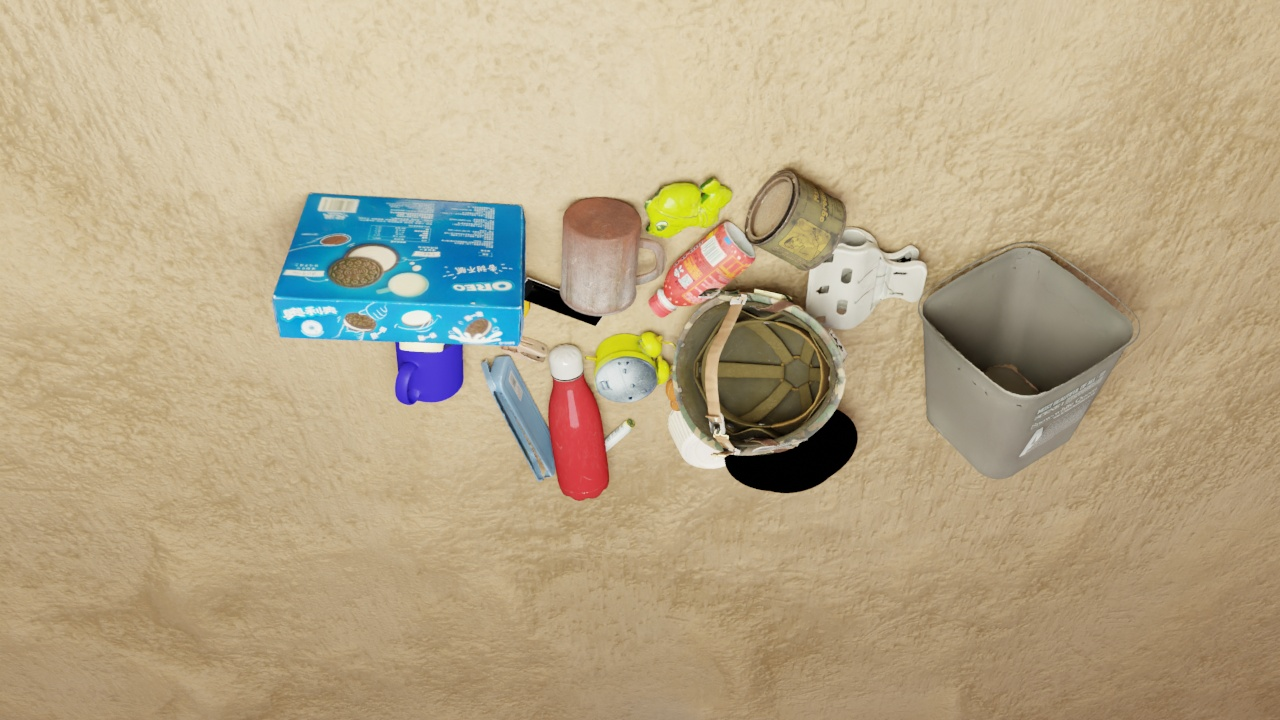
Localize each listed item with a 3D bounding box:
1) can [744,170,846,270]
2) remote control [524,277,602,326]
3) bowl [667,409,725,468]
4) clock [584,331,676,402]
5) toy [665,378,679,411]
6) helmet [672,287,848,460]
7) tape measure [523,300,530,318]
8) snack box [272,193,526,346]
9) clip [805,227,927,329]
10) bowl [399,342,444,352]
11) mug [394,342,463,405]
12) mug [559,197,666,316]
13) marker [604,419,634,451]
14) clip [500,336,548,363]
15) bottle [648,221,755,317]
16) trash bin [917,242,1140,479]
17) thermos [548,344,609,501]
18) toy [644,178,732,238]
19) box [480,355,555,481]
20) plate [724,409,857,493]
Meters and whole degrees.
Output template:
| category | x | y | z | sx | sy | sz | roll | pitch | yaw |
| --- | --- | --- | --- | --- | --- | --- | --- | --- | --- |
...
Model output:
| category | x | y | z | sx | sy | sz | roll | pitch | yaw |
| --- | --- | --- | --- | --- | --- | --- | --- | --- | --- |
| can | 0.172 | -0.156 | 1.026 | 0.074 | 0.089 | 0.090 | 23 | 127 | -26 |
| remote control | -0.092 | -0.069 | 1.113 | 0.124 | 0.011 | 0.028 | 19 | 117 | -38 |
| bowl | 0.099 | 0.104 | 1.287 | 0.115 | 0.062 | 0.115 | -3 | 134 | -4 |
| clock | -0.007 | 0.007 | 1.184 | 0.119 | 0.057 | 0.083 | -13 | 133 | 7 |
| toy | 0.076 | 0.018 | 1.201 | 0.090 | 0.070 | 0.103 | -4 | 118 | -37 |
| helmet | 0.134 | 0.015 | 1.077 | 0.235 | 0.192 | 0.225 | 1 | -178 | -40 |
| tape measure | -0.165 | -0.070 | 1.111 | 0.068 | 0.030 | 0.059 | -15 | 132 | 9 |
| snack box | -0.240 | -0.098 | 0.959 | 0.238 | 0.195 | 0.056 | 2 | 130 | -9 |
| clip | 0.270 | -0.106 | 1.121 | 0.150 | 0.089 | 0.126 | -13 | 137 | -10 |
| bowl | -0.249 | -0.048 | 1.049 | 0.118 | 0.074 | 0.118 | 2 | 177 | 0 |
| mug | -0.264 | 0.005 | 1.116 | 0.079 | 0.111 | 0.084 | 18 | 134 | 10 |
| mug | -0.030 | -0.119 | 1.040 | 0.123 | 0.096 | 0.110 | -6 | 139 | -12 |
| marker | -0.059 | 0.131 | 1.325 | 0.017 | 0.017 | 0.147 | 28 | 125 | -29 |
| clip | -0.150 | -0.013 | 1.172 | 0.049 | 0.025 | 0.061 | -28 | 129 | 20 |
| bottle | 0.067 | -0.101 | 1.087 | 0.138 | 0.061 | 0.062 | -37 | 127 | 26 |
| trash bin | 0.462 | 0.014 | 1.146 | 0.197 | 0.197 | 0.220 | -28 | 142 | -11 |
| thermos | -0.088 | 0.082 | 1.236 | 0.073 | 0.073 | 0.240 | -6 | 126 | -1 |
| toy | 0.052 | -0.172 | 1.036 | 0.093 | 0.036 | 0.094 | 12 | 133 | -28 |
| box | -0.169 | 0.084 | 1.234 | 0.052 | 0.066 | 0.210 | -10 | 134 | 13 |
| plate | 0.208 | 0.135 | 1.250 | 0.184 | 0.036 | 0.185 | -3 | 134 | -4 |
